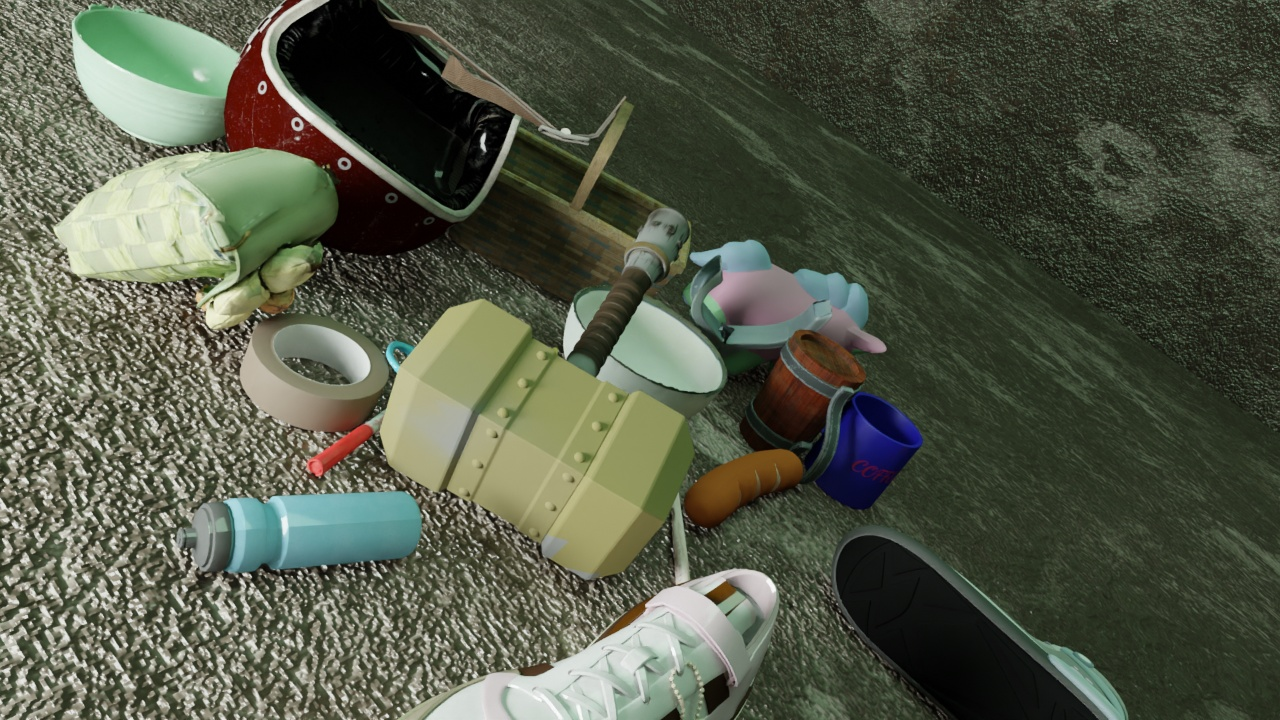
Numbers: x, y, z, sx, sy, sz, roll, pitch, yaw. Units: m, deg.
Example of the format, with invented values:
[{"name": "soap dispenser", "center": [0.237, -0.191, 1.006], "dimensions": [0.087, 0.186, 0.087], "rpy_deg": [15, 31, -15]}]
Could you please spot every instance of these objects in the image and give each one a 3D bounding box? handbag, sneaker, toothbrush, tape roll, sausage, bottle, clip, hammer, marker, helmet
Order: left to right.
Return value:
[{"name": "handbag", "center": [-0.295, -0.080, 0.627], "dimensions": [0.187, 0.117, 0.113], "rpy_deg": [0, 27, 24]}, {"name": "bottle", "center": [-0.189, 0.095, 0.513], "dimensions": [0.129, 0.040, 0.040], "rpy_deg": [5, 37, -42]}, {"name": "tape roll", "center": [-0.225, 0.007, 0.637], "dimensions": [0.093, 0.030, 0.093], "rpy_deg": [24, 27, -14]}, {"name": "marker", "center": [-0.184, 0.044, 0.639], "dimensions": [0.013, 0.013, 0.142], "rpy_deg": [33, 26, 4]}, {"name": "helmet", "center": [-0.211, -0.209, 0.775], "dimensions": [0.233, 0.253, 0.234], "rpy_deg": [37, 4, -35]}, {"name": "hammer", "center": [-0.028, -0.020, 0.697], "dimensions": [0.190, 0.101, 0.323], "rpy_deg": [30, 46, -1]}, {"name": "sneaker", "center": [-0.016, 0.175, 0.467], "dimensions": [0.293, 0.117, 0.111], "rpy_deg": [-6, 44, -50]}, {"name": "toothbrush", "center": [0.025, 0.122, 0.716], "dimensions": [0.018, 0.016, 0.181], "rpy_deg": [17, 29, -13]}, {"name": "sausage", "center": [0.088, 0.105, 0.783], "dimensions": [0.044, 0.039, 0.163], "rpy_deg": [43, 29, 23]}, {"name": "clip", "center": [0.120, -0.039, 0.894], "dimensions": [0.164, 0.169, 0.031], "rpy_deg": [3, 57, -4]}, {"name": "sneaker", "center": [0.277, 0.225, 0.735], "dimensions": [0.256, 0.093, 0.160], "rpy_deg": [43, 21, 26]}]

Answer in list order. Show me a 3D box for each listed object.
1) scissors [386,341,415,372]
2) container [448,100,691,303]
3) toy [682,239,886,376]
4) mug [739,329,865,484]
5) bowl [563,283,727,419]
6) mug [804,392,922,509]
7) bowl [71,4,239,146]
[{"name": "scissors", "center": [-0.165, -0.005, 0.719], "dimensions": [0.055, 0.015, 0.136], "rpy_deg": [45, 16, -12]}, {"name": "container", "center": [-0.059, -0.175, 0.946], "dimensions": [0.250, 0.187, 0.157], "rpy_deg": [27, 27, -8]}, {"name": "toy", "center": [0.150, -0.056, 0.978], "dimensions": [0.222, 0.171, 0.120], "rpy_deg": [55, 12, -33]}, {"name": "mug", "center": [0.157, 0.048, 0.870], "dimensions": [0.081, 0.111, 0.117], "rpy_deg": [15, 31, -29]}, {"name": "bowl", "center": [-0.005, 0.005, 0.822], "dimensions": [0.153, 0.073, 0.153], "rpy_deg": [25, 27, -13]}, {"name": "mug", "center": [0.212, 0.078, 0.907], "dimensions": [0.079, 0.084, 0.111], "rpy_deg": [14, 31, -30]}, {"name": "bowl", "center": [-0.420, -0.239, 0.807], "dimensions": [0.151, 0.077, 0.150], "rpy_deg": [24, 27, -14]}]
